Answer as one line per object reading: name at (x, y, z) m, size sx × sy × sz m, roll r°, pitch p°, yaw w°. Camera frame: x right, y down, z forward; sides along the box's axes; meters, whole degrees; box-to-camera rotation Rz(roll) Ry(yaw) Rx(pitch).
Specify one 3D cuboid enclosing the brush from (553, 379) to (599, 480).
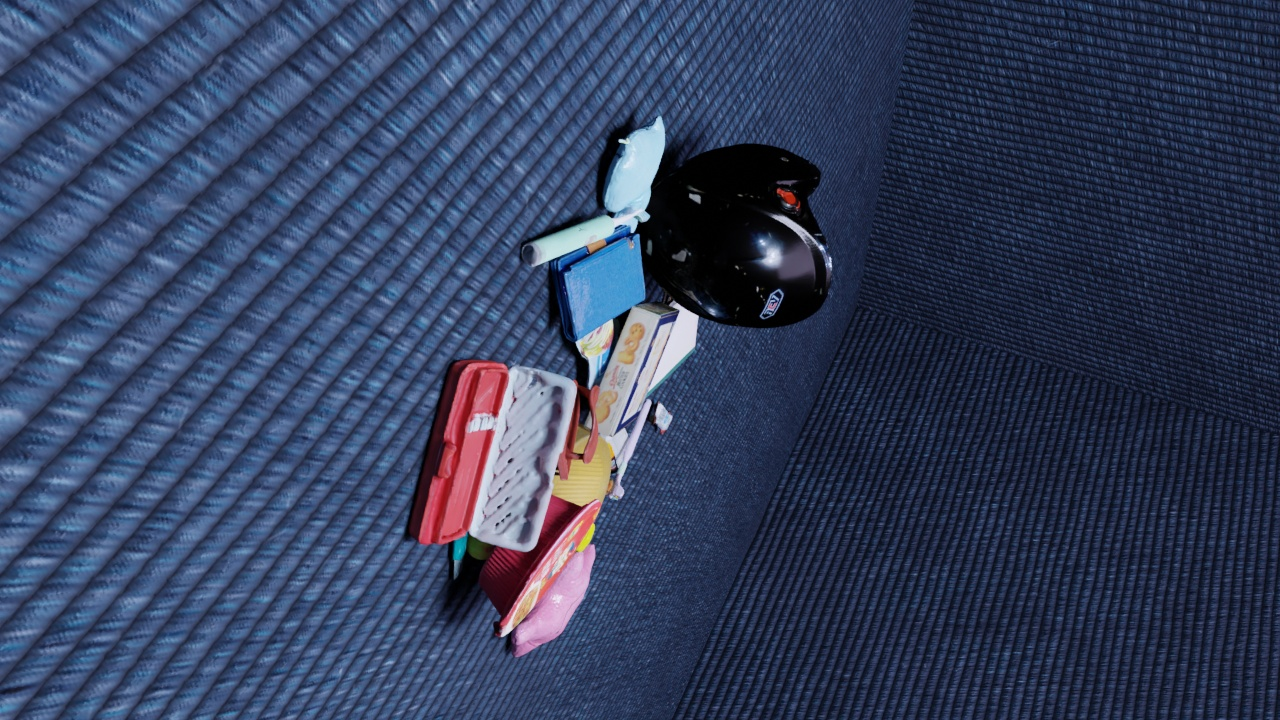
brush at (-0.085, 0.076, 1.123) m, size 0.145 × 0.069 × 0.063 m, roll -84°, pitch 169°, yaw -54°

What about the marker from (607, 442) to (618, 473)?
marker at (-0.048, 0.153, 1.429) m, size 0.018 × 0.015 × 0.124 m, roll -30°, pitch 156°, yaw -9°

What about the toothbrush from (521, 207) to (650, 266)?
toothbrush at (-0.057, -0.148, 1.057) m, size 0.223 × 0.027 × 0.027 m, roll -32°, pitch 162°, yaw -50°

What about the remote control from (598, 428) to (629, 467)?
remote control at (-0.038, 0.127, 1.447) m, size 0.049 × 0.024 × 0.125 m, roll -63°, pitch 161°, yaw -21°

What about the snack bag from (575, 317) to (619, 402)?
snack bag at (-0.056, -0.027, 1.223) m, size 0.191 × 0.039 × 0.110 m, roll 77°, pitch 25°, yaw -60°

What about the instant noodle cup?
instant noodle cup at (-0.128, 0.229, 1.090) m, size 0.193 × 0.066 × 0.194 m, roll -54°, pitch 171°, yaw -13°

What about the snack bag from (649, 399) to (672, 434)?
snack bag at (0.035, 0.102, 1.629) m, size 0.104 × 0.026 × 0.048 m, roll 43°, pitch 62°, yaw -70°

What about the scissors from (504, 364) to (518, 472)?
scissors at (-0.139, 0.093, 1.082) m, size 0.206 × 0.015 × 0.192 m, roll 13°, pitch 86°, yaw -66°

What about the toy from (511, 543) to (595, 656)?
toy at (-0.124, 0.345, 1.335) m, size 0.194 × 0.074 × 0.179 m, roll -53°, pitch 169°, yaw -23°

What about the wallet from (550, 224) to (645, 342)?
wallet at (-0.049, -0.096, 1.107) m, size 0.132 × 0.040 × 0.106 m, roll -35°, pitch 126°, yaw -40°

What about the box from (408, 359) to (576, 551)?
box at (-0.158, 0.101, 0.972) m, size 0.154 × 0.074 × 0.201 m, roll 10°, pitch 100°, yaw -31°

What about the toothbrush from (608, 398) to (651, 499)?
toothbrush at (-0.013, 0.137, 1.458) m, size 0.021 × 0.029 × 0.188 m, roll 45°, pitch 48°, yaw -31°

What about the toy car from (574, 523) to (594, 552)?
toy car at (-0.085, 0.230, 1.239) m, size 0.048 × 0.032 × 0.105 m, roll -60°, pitch 156°, yaw -18°

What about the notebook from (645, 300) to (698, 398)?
notebook at (0.039, -0.023, 1.491) m, size 0.208 × 0.012 × 0.151 m, roll -43°, pitch 148°, yaw -41°

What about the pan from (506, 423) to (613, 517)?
pan at (-0.092, 0.189, 1.326) m, size 0.357 × 0.078 × 0.197 m, roll 21°, pitch 91°, yaw -65°

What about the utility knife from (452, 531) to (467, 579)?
utility knife at (-0.204, 0.176, 1.037) m, size 0.029 × 0.013 × 0.180 m, roll -36°, pitch 140°, yaw -55°

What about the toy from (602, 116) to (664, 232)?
toy at (-0.013, -0.221, 1.130) m, size 0.161 × 0.050 × 0.156 m, roll -59°, pitch 166°, yaw -2°

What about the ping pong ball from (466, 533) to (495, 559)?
ping pong ball at (-0.186, 0.215, 1.083) m, size 0.040 × 0.040 × 0.040 m, roll -55°, pitch 156°, yaw -39°

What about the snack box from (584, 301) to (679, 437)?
snack box at (-0.008, 0.008, 1.300) m, size 0.182 × 0.046 × 0.178 m, roll -23°, pitch 135°, yaw -78°

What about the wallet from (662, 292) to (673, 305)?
wallet at (0.047, -0.055, 1.517) m, size 0.096 × 0.020 × 0.122 m, roll -11°, pitch 120°, yaw -63°

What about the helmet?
helmet at (0.124, -0.159, 1.250) m, size 0.229 × 0.274 × 0.234 m, roll -18°, pitch 148°, yaw -34°
